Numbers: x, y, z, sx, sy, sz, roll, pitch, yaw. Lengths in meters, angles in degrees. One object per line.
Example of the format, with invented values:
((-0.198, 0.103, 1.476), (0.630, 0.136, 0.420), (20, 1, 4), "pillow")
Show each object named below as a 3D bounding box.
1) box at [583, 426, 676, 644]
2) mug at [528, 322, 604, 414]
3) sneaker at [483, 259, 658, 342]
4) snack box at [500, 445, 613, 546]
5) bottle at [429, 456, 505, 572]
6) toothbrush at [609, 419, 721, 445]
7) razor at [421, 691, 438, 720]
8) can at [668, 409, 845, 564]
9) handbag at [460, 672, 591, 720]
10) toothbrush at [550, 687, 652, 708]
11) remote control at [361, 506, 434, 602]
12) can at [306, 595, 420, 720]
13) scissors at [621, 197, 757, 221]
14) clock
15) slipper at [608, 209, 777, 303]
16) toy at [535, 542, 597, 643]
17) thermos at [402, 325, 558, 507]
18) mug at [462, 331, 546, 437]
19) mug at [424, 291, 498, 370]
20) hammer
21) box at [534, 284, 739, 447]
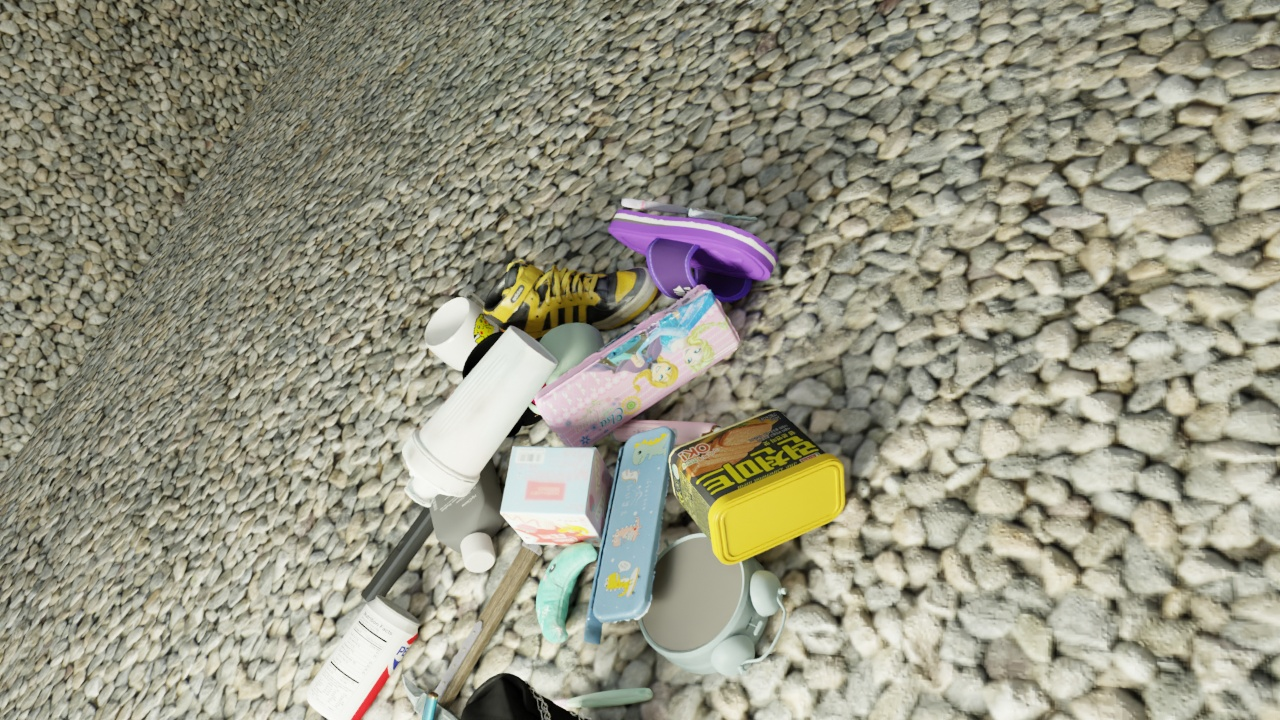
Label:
((-0.018, 0.168, 0.913), (0.125, 0.043, 0.208), (-50, 23, 49), "box")
((-0.090, 0.024, 1.107), (0.111, 0.084, 0.104), (-16, 53, 1), "mug")
((-0.100, -0.089, 1.192), (0.239, 0.122, 0.085), (-23, 46, 27), "sneaker")
((-0.085, 0.145, 0.971), (0.093, 0.095, 0.079), (0, 60, 13), "snack box")
((-0.210, 0.182, 1.114), (0.084, 0.046, 0.173), (-39, 39, 8), "bottle")
((0.055, 0.078, 0.982), (0.223, 0.026, 0.027), (-2, 97, 41), "toothbrush")
((-0.228, 0.411, 0.935), (0.042, 0.022, 0.143), (6, 78, 43), "razor")
((0.104, 0.111, 0.842), (0.130, 0.073, 0.101), (-20, 33, -15), "can")
((-0.069, 0.328, 0.779), (0.115, 0.153, 0.125), (-45, 34, 7), "handbag")
((-0.054, 0.326, 0.875), (0.155, 0.015, 0.022), (-19, 47, 29), "toothbrush")
((-0.302, 0.243, 1.169), (0.033, 0.015, 0.146), (23, 74, 49), "remote control")
((-0.316, 0.343, 1.052), (0.070, 0.070, 0.132), (19, 70, 49), "can")
((0.061, -0.182, 1.122), (0.176, 0.170, 0.013), (-92, 11, -80), "scissors")
((0.064, 0.222, 0.834), (0.159, 0.045, 0.122), (12, 66, 49), "clock")
((0.046, -0.113, 1.098), (0.267, 0.107, 0.084), (21, 82, 50), "slipper")
((-0.081, 0.235, 0.948), (0.085, 0.033, 0.105), (-2, 65, 63), "toy")
((-0.189, 0.067, 1.070), (0.220, 0.099, 0.099), (-51, 38, 5), "thermos")
((-0.168, 0.039, 1.160), (0.082, 0.098, 0.117), (-8, 52, 38), "mug")
((-0.255, -0.046, 1.336), (0.094, 0.068, 0.115), (-9, 51, 37), "mug")
((-0.149, 0.251, 1.015), (0.147, 0.028, 0.316), (14, 67, 46), "hammer")
((-0.007, 0.005, 1.032), (0.230, 0.084, 0.071), (-34, 24, 0), "box")
